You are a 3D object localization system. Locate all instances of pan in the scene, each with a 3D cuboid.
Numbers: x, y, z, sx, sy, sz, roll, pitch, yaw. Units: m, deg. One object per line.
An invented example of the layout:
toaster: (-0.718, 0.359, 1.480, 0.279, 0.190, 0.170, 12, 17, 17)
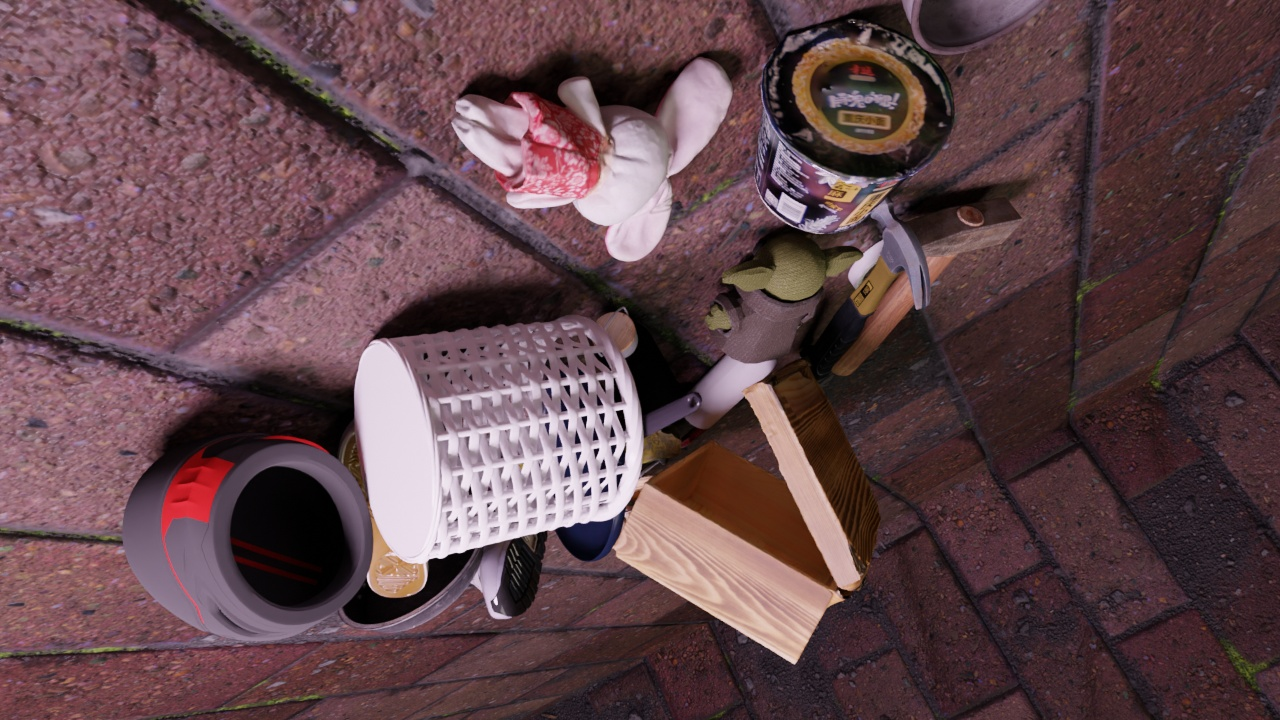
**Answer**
pan: (-0.027, 0.078, 0.850, 0.021, 0.198, 0.357, -5, 166, -27)
pan: (-0.335, 0.259, 1.061, 0.357, 0.187, 0.055, -20, 119, 15)

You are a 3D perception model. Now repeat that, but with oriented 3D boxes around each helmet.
helmet: (-0.335, 0.150, 0.783, 0.170, 0.164, 0.265, 2, 151, 24)

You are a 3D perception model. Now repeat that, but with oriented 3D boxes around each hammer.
hammer: (0.301, -0.071, 1.090, 0.157, 0.037, 0.302, -14, 153, -27)
hammer: (0.245, -0.055, 1.046, 0.025, 0.118, 0.334, -22, 161, -14)

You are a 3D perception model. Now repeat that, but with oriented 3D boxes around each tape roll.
tape roll: (0.285, -0.113, 1.059, 0.093, 0.018, 0.094, -22, 155, -11)

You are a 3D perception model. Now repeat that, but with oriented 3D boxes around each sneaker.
sneaker: (-0.191, 0.244, 1.126, 0.124, 0.089, 0.239, -12, -163, 9)
sneaker: (-0.252, 0.135, 0.932, 0.118, 0.087, 0.242, -1, 128, -9)

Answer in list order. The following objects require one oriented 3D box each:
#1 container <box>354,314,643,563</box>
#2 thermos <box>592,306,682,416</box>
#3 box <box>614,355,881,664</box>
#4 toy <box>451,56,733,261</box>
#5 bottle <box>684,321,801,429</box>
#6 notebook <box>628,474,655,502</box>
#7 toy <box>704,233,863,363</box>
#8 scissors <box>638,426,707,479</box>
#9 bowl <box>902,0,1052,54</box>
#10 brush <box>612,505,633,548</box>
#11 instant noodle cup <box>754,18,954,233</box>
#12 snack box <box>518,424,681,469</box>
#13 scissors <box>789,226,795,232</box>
container: (-0.125, 0.062, 0.790, 0.186, 0.189, 0.190, -8, 150, -34)
thermos: (-0.006, 0.006, 0.952, 0.061, 0.061, 0.231, -28, 156, 2)
box: (0.177, 0.151, 1.058, 0.264, 0.269, 0.278, -63, 165, 12)
toy: (-0.033, -0.137, 0.618, 0.193, 0.084, 0.159, -1, 127, -39)
bottle: (0.123, 0.009, 1.100, 0.052, 0.052, 0.196, -4, 147, -42)
notebook: (-0.032, 0.178, 1.224, 0.167, 0.024, 0.225, -12, 169, 13)
toy: (0.131, -0.064, 0.930, 0.179, 0.078, 0.153, -12, 145, -32)
scissors: (0.039, 0.110, 1.173, 0.194, 0.015, 0.180, -29, -176, -28)
bowl: (0.226, -0.280, 0.600, 0.145, 0.067, 0.145, -22, 156, -11)
brush: (-0.057, 0.242, 1.308, 0.083, 0.056, 0.272, -9, 169, -13)
instant noodle cup: (0.146, -0.166, 0.691, 0.137, 0.137, 0.112, -21, 164, -13)
snack box: (-0.050, 0.116, 1.080, 0.121, 0.045, 0.181, -2, 168, -45)
scissors: (0.195, -0.178, 0.844, 0.158, 0.012, 0.168, -30, 157, 13)
